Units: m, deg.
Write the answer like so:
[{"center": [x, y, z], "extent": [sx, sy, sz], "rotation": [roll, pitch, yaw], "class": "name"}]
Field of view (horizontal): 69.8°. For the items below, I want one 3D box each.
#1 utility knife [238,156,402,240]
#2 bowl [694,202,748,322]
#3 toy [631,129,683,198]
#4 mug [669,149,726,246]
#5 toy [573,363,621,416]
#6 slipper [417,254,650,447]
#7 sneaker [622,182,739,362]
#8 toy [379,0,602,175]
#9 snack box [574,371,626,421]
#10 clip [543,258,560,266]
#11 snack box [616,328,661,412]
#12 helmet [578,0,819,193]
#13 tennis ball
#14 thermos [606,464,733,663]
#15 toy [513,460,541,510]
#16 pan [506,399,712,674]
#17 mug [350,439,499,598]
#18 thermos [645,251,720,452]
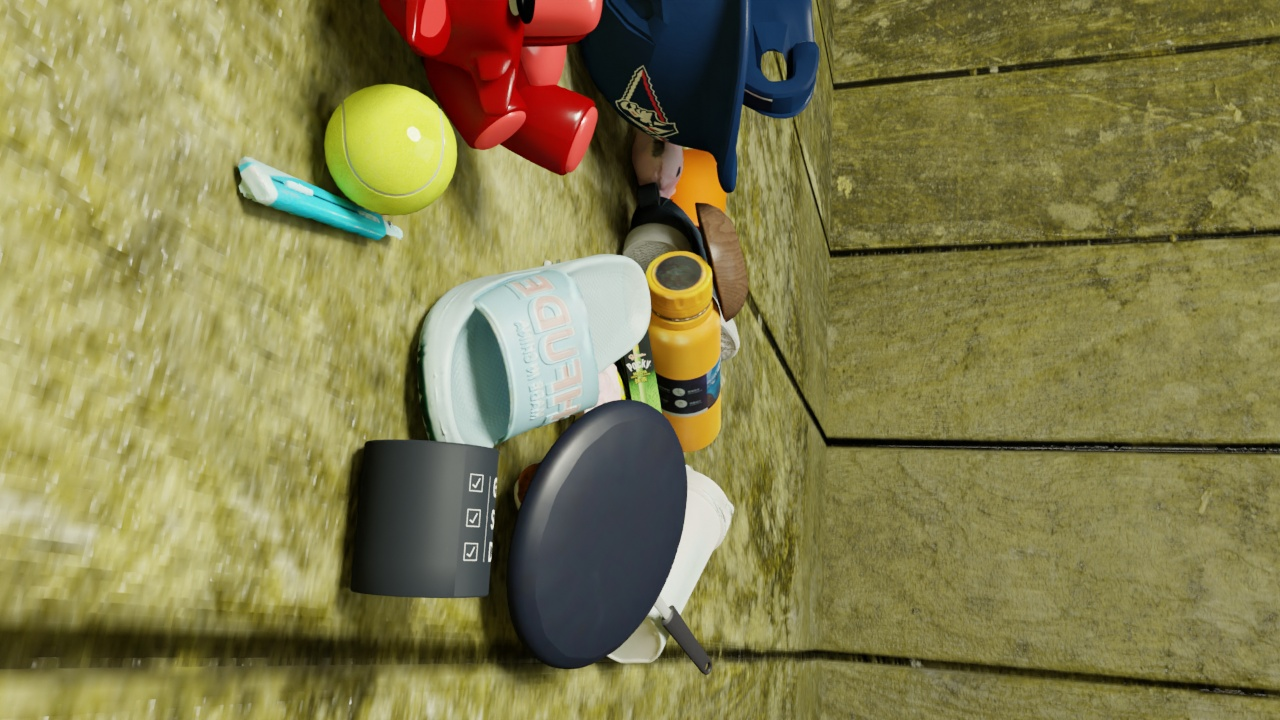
[{"center": [-0.156, -0.077, 0.463], "extent": [0.022, 0.015, 0.123], "rotation": [61, 13, 10], "class": "utility knife"}, {"center": [0.080, -0.096, 0.869], "extent": [0.118, 0.030, 0.118], "rotation": [-12, 88, -86], "class": "bowl"}, {"center": [0.018, -0.200, 0.943], "extent": [0.099, 0.053, 0.096], "rotation": [-90, 179, -47], "class": "toy"}, {"center": [0.051, -0.165, 1.029], "extent": [0.113, 0.077, 0.095], "rotation": [118, -19, -65], "class": "mug"}, {"center": [-0.041, 0.011, 0.761], "extent": [0.064, 0.047, 0.109], "rotation": [72, 18, -51], "class": "toy"}, {"center": [-0.055, -0.015, 0.614], "extent": [0.244, 0.074, 0.104], "rotation": [-32, 118, -52], "class": "slipper"}, {"center": [0.044, -0.084, 0.974], "extent": [0.236, 0.089, 0.087], "rotation": [60, 29, -49], "class": "sneaker"}, {"center": [-0.078, -0.199, 0.495], "extent": [0.197, 0.120, 0.158], "rotation": [48, 45, -81], "class": "toy"}, {"center": [-0.041, 0.078, 0.783], "extent": [0.040, 0.029, 0.147], "rotation": [63, 31, -54], "class": "snack box"}, {"center": [-0.068, -0.034, 0.705], "extent": [0.054, 0.040, 0.101], "rotation": [55, 35, -81], "class": "clip"}, {"center": [-0.005, 0.005, 0.852], "extent": [0.080, 0.025, 0.148], "rotation": [-115, -167, -64], "class": "snack box"}, {"center": [0.057, -0.279, 0.790], "extent": [0.232, 0.223, 0.272], "rotation": [81, 4, -71], "class": "helmet"}, {"center": [-0.127, -0.107, 0.468], "extent": [0.065, 0.065, 0.065], "rotation": [0, 89, -72], "class": "tennis ball"}, {"center": [0.020, 0.184, 0.878], "extent": [0.219, 0.099, 0.099], "rotation": [-53, 138, -56], "class": "thermos"}, {"center": [-0.058, 0.105, 0.676], "extent": [0.087, 0.067, 0.113], "rotation": [-59, 165, -15], "class": "toy"}, {"center": [0.005, 0.176, 0.721], "extent": [0.198, 0.021, 0.357], "rotation": [-58, 142, -26], "class": "pan"}, {"center": [-0.116, 0.087, 0.505], "extent": [0.105, 0.071, 0.077], "rotation": [131, -38, -76], "class": "mug"}, {"center": [0.037, -0.010, 0.908], "extent": [0.091, 0.076, 0.233], "rotation": [54, -18, 36], "class": "thermos"}]
